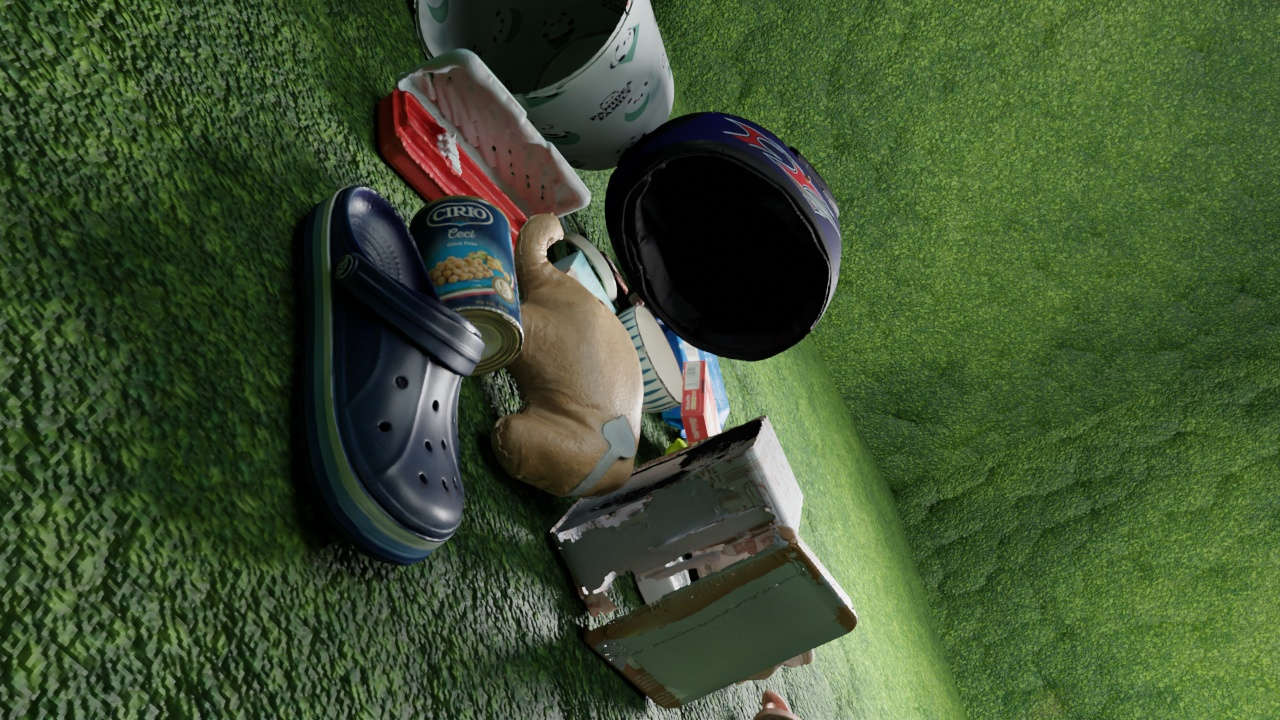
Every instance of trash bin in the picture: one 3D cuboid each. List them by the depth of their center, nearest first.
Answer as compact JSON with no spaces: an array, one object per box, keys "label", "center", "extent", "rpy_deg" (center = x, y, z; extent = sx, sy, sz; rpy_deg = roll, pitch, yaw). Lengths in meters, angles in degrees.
[{"label":"trash bin","center":[-0.078,-0.335,0.987],"extent":[0.252,0.230,0.229],"rpy_deg":[32,36,-71]}]

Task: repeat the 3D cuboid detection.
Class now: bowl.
[{"label":"bowl","center":[-0.006,0.006,0.972],"extent":[0.116,0.066,0.116],"rpy_deg":[58,16,-28]}]

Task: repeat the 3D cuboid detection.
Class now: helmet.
[{"label":"helmet","center":[0.086,-0.162,1.040],"extent":[0.315,0.248,0.240],"rpy_deg":[49,19,-34]}]

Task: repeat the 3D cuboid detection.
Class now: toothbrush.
[{"label":"toothbrush","center":[-0.072,-0.134,1.055],"extent":[0.191,0.018,0.016],"rpy_deg":[63,4,-13]}]

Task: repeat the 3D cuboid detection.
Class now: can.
[{"label":"can","center":[-0.125,-0.052,0.652],"extent":[0.075,0.075,0.111],"rpy_deg":[46,25,-49]}]

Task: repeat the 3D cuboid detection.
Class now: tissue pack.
[{"label":"tissue pack","center":[0.057,0.023,1.127],"extent":[0.094,0.052,0.157],"rpy_deg":[1,73,-54]}]

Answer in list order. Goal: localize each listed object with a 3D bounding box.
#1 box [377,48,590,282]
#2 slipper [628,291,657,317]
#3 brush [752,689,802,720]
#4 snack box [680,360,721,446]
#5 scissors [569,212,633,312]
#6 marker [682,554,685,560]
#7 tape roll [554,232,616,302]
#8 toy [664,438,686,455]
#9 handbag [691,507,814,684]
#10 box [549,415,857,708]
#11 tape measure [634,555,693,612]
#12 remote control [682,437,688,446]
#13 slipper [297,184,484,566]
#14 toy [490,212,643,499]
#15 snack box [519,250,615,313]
[{"label":"box","center":[-0.123,-0.166,0.783],"extent":[0.201,0.102,0.095],"rpy_deg":[46,24,-49]},{"label":"slipper","center":[0.039,-0.074,1.254],"extent":[0.114,0.054,0.273],"rpy_deg":[62,19,-14]},{"label":"brush","center":[0.155,0.399,0.913],"extent":[0.145,0.063,0.072],"rpy_deg":[59,21,-16]},{"label":"snack box","center":[0.068,0.076,0.988],"extent":[0.153,0.025,0.075],"rpy_deg":[74,17,-47]},{"label":"scissors","center":[-0.039,-0.104,1.056],"extent":[0.226,0.015,0.189],"rpy_deg":[61,4,-18]},{"label":"marker","center":[0.035,0.186,0.919],"extent":[0.131,0.020,0.022],"rpy_deg":[-90,155,-58]},{"label":"tape roll","center":[-0.058,-0.094,0.953],"extent":[0.086,0.013,0.086],"rpy_deg":[42,-25,24]},{"label":"toy","center":[0.048,0.125,1.034],"extent":[0.100,0.031,0.096],"rpy_deg":[49,22,-57]},{"label":"handbag","center":[0.122,0.238,1.013],"extent":[0.234,0.093,0.193],"rpy_deg":[46,28,-77]},{"label":"box","center":[0.057,0.168,0.713],"extent":[0.185,0.183,0.154],"rpy_deg":[64,16,-4]},{"label":"tape measure","center":[0.020,0.196,0.830],"extent":[0.066,0.034,0.065],"rpy_deg":[40,27,-61]},{"label":"remote control","center":[0.077,0.111,1.161],"extent":[0.049,0.024,0.124],"rpy_deg":[65,17,0]},{"label":"slipper","center":[-0.133,-0.005,0.528],"extent":[0.105,0.095,0.252],"rpy_deg":[39,27,-52]},{"label":"toy","center":[-0.057,-0.002,0.721],"extent":[0.143,0.083,0.225],"rpy_deg":[19,57,-46]},{"label":"snack box","center":[-0.071,-0.038,0.852],"extent":[0.074,0.052,0.174],"rpy_deg":[59,17,-18]}]
